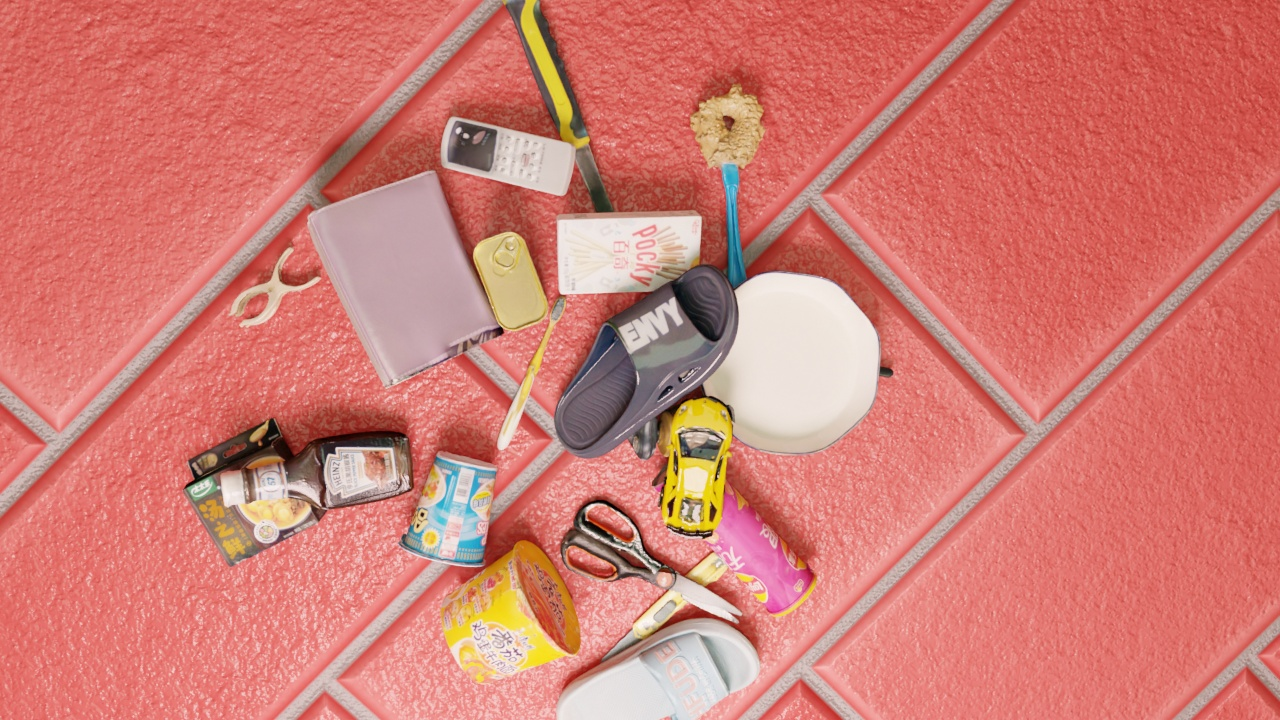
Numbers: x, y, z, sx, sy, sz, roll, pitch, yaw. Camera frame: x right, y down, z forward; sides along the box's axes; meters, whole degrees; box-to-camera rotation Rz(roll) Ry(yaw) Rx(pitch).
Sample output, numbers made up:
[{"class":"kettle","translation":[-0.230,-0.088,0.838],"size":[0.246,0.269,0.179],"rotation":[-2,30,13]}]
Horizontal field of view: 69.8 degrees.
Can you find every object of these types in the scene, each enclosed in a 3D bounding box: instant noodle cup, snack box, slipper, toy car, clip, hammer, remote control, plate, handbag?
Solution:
[{"class":"instant noodle cup","translation":[-0.147,0.285,1.019],"size":[0.110,0.138,0.138],"rotation":[-29,97,7]},{"class":"snack box","translation":[-0.435,0.148,1.028],"size":[0.113,0.053,0.125],"rotation":[-27,102,-1]},{"class":"slipper","translation":[0.019,0.378,1.058],"size":[0.245,0.074,0.104],"rotation":[-22,104,0]},{"class":"toy car","translation":[0.059,0.114,0.980],"size":[0.071,0.041,0.156],"rotation":[8,103,4]},{"class":"clip","translation":[-0.406,-0.075,1.015],"size":[0.100,0.035,0.071],"rotation":[-44,96,-7]},{"class":"hammer","translation":[-0.078,-0.255,1.016],"size":[0.126,0.032,0.323],"rotation":[-23,97,-2]},{"class":"remote control","translation":[-0.146,-0.223,0.999],"size":[0.150,0.021,0.058],"rotation":[15,101,11]},{"class":"instant noodle cup","translation":[-0.207,0.163,1.022],"size":[0.099,0.099,0.110],"rotation":[15,88,-5]},{"class":"snack box","translation":[-0.013,-0.118,1.004],"size":[0.156,0.027,0.085],"rotation":[-3,113,-8]},{"class":"plate","translation":[0.162,0.003,1.020],"size":[0.205,0.045,0.204],"rotation":[0,85,-6]},{"class":"handbag","translation":[-0.251,-0.088,0.988],"size":[0.144,0.098,0.197],"rotation":[-25,96,-17]},{"class":"slipper","translation":[-0.006,0.006,0.982],"size":[0.269,0.083,0.110],"rotation":[-44,64,18]}]

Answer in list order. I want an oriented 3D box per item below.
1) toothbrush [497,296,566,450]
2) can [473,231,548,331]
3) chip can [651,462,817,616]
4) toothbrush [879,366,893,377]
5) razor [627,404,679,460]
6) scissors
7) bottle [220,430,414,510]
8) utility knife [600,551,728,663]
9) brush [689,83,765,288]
[{"class":"toothbrush","translation":[-0.124,0.015,1.046],"size":[0.016,0.018,0.191],"rotation":[23,94,-4]},{"class":"can","translation":[-0.139,-0.086,1.003],"size":[0.057,0.083,0.102],"rotation":[-21,96,-2]},{"class":"chip can","translation":[0.107,0.195,1.052],"size":[0.071,0.071,0.210],"rotation":[-43,97,1]},{"class":"toothbrush","translation":[0.190,-0.006,1.061],"size":[0.212,0.027,0.026],"rotation":[12,79,-6]},{"class":"razor","translation":[0.065,0.061,1.047],"size":[0.167,0.062,0.068],"rotation":[-21,120,-7]},{"class":"scissors","translation":[0.023,0.234,1.067],"size":[0.235,0.021,0.142],"rotation":[7,92,0]},{"class":"bottle","translation":[-0.348,0.124,0.996],"size":[0.194,0.044,0.080],"rotation":[-7,95,-25]},{"class":"utility knife","translation":[0.029,0.297,1.089],"size":[0.211,0.022,0.031],"rotation":[-43,92,6]},{"class":"brush","translation":[0.104,-0.180,1.035],"size":[0.083,0.046,0.255],"rotation":[-6,100,-7]}]
